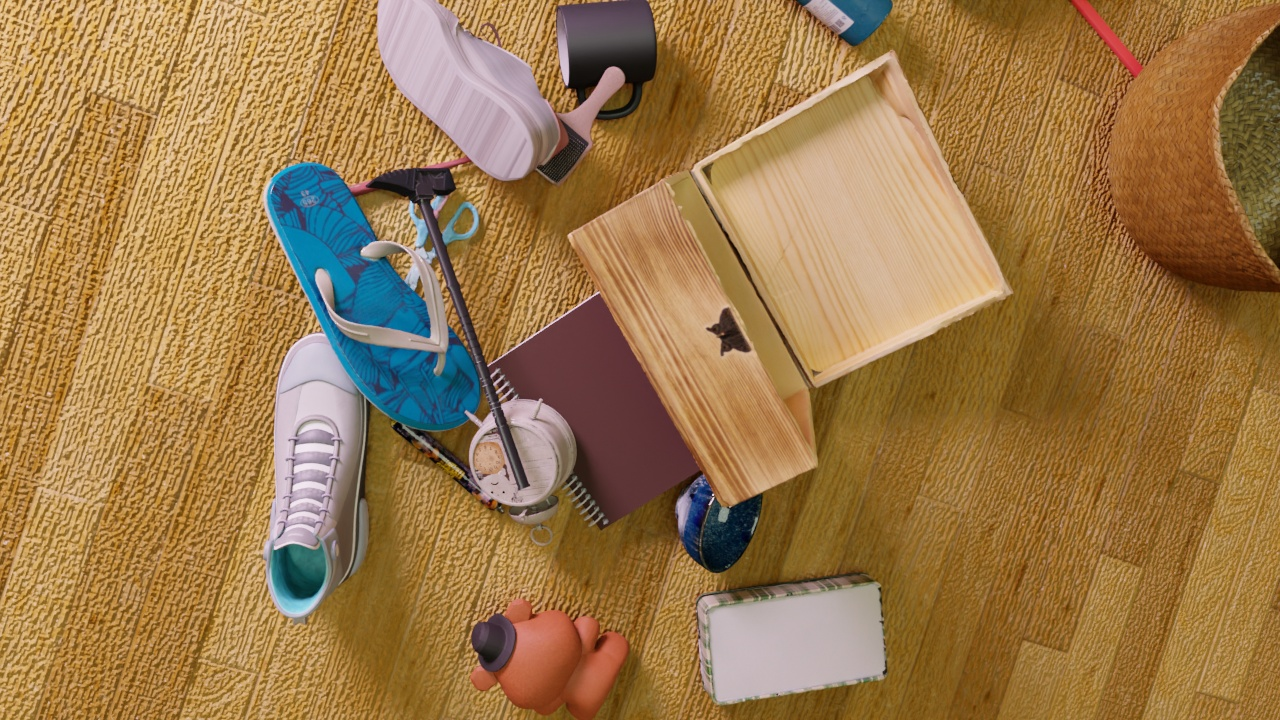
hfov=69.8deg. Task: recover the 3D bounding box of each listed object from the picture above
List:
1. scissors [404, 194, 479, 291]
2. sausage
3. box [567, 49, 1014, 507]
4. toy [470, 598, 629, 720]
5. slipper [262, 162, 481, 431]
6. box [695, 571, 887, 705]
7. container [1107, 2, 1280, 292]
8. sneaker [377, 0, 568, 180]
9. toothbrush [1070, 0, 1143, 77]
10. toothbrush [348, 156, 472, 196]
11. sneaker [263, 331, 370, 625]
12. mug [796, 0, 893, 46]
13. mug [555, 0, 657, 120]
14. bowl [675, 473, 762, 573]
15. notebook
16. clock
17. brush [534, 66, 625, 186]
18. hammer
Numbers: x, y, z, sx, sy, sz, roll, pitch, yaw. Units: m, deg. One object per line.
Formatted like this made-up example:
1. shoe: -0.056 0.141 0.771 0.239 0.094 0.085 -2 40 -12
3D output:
1. scissors: -0.209 -0.107 0.930 0.076 0.015 0.141 18 97 -12
2. sausage: -0.197 0.105 0.939 0.155 0.020 0.020 42 86 -10
3. box: 0.163 -0.093 0.865 0.337 0.285 0.279 -29 99 13
4. toy: -0.093 0.307 0.935 0.176 0.096 0.112 33 87 -39
5. slipper: -0.251 -0.057 0.873 0.118 0.060 0.295 -37 103 -30
6. box: 0.166 0.301 1.003 0.205 0.051 0.117 -7 92 -10
7. container: 0.670 -0.219 0.980 0.306 0.196 0.307 -1 95 -11
8. sneaker: -0.159 -0.274 0.893 0.236 0.089 0.099 50 127 8
9. toothbrush: 0.540 -0.362 1.040 0.212 0.018 0.012 44 85 -10
10. toothbrush: -0.234 -0.187 0.914 0.189 0.016 0.016 -19 92 -8
11. sneaker: -0.305 0.104 0.849 0.093 0.160 0.257 2 95 -10
12. mug: 0.199 -0.389 0.951 0.121 0.078 0.078 39 86 -15
13. mug: -0.034 -0.299 0.919 0.088 0.078 0.114 -8 122 -10
14. bowl: 0.073 0.159 0.963 0.114 0.061 0.114 -25 122 -47
15. notebook: -0.037 0.052 0.940 0.172 0.022 0.209 -33 99 10
16. clock: -0.116 0.116 0.919 0.103 0.061 0.157 -9 104 13
17. brush: -0.062 -0.234 0.908 0.050 0.015 0.136 38 118 -11
18. hammer: -0.169 -0.031 0.870 0.094 0.015 0.325 -16 84 -50
